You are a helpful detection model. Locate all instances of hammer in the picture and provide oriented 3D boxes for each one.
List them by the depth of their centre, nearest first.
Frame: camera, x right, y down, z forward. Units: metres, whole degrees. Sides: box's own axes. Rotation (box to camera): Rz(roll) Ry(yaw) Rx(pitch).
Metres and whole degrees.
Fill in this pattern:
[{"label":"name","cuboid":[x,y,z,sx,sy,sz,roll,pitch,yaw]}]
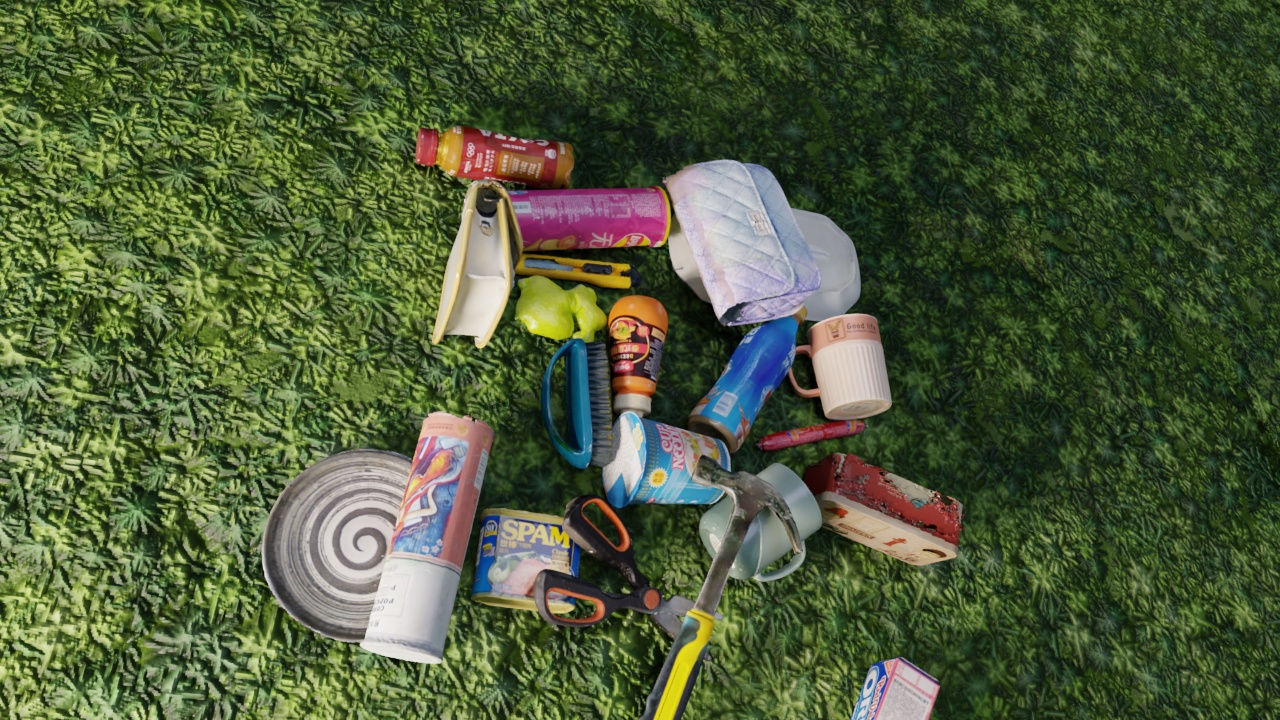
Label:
[{"label":"hammer","cuboid":[0.054,0.260,0.867,0.126,0.032,0.322,23,78,5]}]

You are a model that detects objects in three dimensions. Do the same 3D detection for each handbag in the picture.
[{"label":"handbag","cuboid":[-0.163,-0.116,0.937,0.063,0.164,0.178,10,63,-18]},{"label":"handbag","cuboid":[0.118,-0.141,1.058,0.134,0.076,0.193,-11,65,-23]}]

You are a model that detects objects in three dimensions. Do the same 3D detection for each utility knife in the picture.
[{"label":"utility knife","cuboid":[-0.077,-0.103,1.049,0.167,0.015,0.033,4,63,-19]}]

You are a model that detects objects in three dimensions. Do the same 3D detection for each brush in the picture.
[{"label":"brush","cuboid":[-0.068,0.043,0.962,0.073,0.055,0.143,3,66,-20]}]

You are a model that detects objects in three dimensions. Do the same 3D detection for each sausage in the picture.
[{"label":"sausage","cuboid":[0.200,0.085,1.065,0.155,0.020,0.020,-8,70,-24]}]

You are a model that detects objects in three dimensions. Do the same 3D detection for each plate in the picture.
[{"label":"plate","cuboid":[-0.255,0.170,0.853,0.179,0.024,0.179,7,66,-17]},{"label":"plate","cuboid":[0.164,-0.135,1.144,0.265,0.034,0.161,8,64,-17]}]

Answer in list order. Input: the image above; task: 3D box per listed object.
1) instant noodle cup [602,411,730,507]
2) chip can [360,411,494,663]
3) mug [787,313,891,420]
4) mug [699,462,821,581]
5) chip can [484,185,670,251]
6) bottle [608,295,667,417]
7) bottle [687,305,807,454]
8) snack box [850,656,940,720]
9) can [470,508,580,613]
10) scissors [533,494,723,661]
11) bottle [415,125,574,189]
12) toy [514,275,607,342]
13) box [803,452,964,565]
[{"label":"instant noodle cup","cuboid":[0.029,0.109,0.953,0.109,0.099,0.099,10,63,-26]},{"label":"chip can","cuboid":[-0.187,0.156,0.829,0.071,0.071,0.214,16,62,-13]},{"label":"mug","cuboid":[0.232,0.011,1.083,0.114,0.082,0.105,-8,69,5]},{"label":"mug","cuboid":[0.128,0.181,0.958,0.106,0.082,0.112,-32,109,-20]},{"label":"chip can","cuboid":[-0.075,-0.161,1.045,0.210,0.072,0.071,-6,69,-22]},{"label":"bottle","cuboid":[-0.006,0.006,1.003,0.066,0.067,0.149,10,70,-16]},{"label":"bottle","cuboid":[0.131,0.011,1.047,0.065,0.065,0.218,38,58,-1]},{"label":"snack box","cuboid":[0.232,0.401,0.911,0.058,0.057,0.207,33,60,-1]},{"label":"can","cuboid":[-0.107,0.193,0.879,0.102,0.057,0.083,11,65,-16]},{"label":"scissors","cuboid":[-0.013,0.231,0.882,0.197,0.022,0.227,-33,100,-38]},{"label":"bottle","cuboid":[-0.167,-0.233,1.051,0.174,0.058,0.057,5,65,-18]},{"label":"toy","cuboid":[-0.089,-0.055,1.014,0.100,0.031,0.096,-20,77,-28]},{"label":"box","cuboid":[0.266,0.158,1.014,0.168,0.091,0.076,23,64,-9]}]
